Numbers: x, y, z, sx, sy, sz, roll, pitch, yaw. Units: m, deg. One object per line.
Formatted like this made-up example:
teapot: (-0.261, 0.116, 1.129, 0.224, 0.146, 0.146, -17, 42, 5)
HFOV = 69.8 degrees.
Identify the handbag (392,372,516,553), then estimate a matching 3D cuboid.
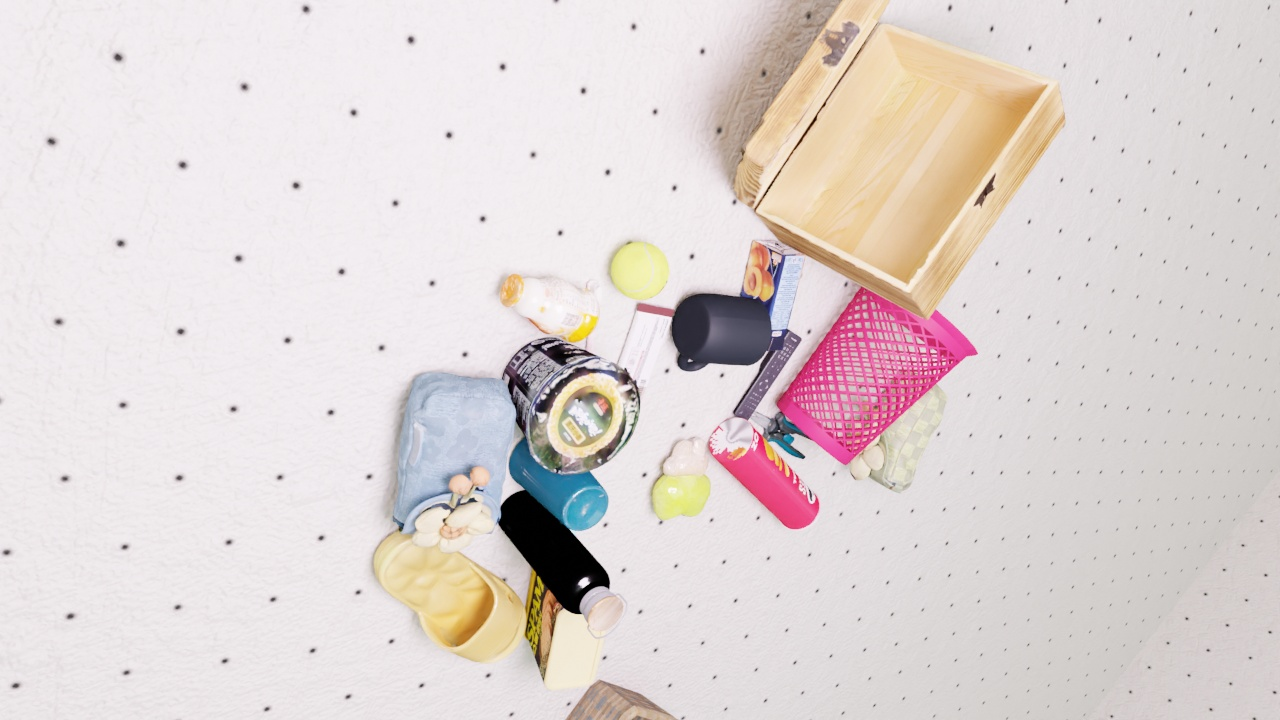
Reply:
handbag: (-0.193, 0.114, 0.966, 0.121, 0.118, 0.192, 7, 114, -19)

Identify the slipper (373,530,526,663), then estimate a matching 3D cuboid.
slipper: (-0.209, 0.290, 1.081, 0.099, 0.078, 0.263, -44, 131, -10)

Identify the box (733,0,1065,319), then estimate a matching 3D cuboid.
box: (0.237, -0.267, 0.993, 0.279, 0.282, 0.315, -57, 144, 3)

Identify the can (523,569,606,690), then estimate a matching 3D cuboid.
can: (-0.093, 0.327, 1.151, 0.075, 0.104, 0.135, 2, 115, -23)

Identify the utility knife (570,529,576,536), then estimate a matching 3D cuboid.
utility knife: (-0.092, 0.218, 1.169, 0.022, 0.016, 0.180, -14, 119, -16)

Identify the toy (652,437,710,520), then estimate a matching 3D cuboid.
toy: (0.059, 0.157, 1.220, 0.092, 0.046, 0.115, -1, 107, -36)

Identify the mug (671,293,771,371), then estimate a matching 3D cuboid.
mug: (0.087, -0.027, 1.126, 0.094, 0.085, 0.122, 4, 140, -36)

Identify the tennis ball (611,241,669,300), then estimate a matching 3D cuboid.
tennis ball: (0.000, -0.100, 1.027, 0.065, 0.065, 0.065, -16, 122, -28)

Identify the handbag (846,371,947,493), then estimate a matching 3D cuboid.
handbag: (0.371, 0.099, 1.375, 0.116, 0.113, 0.186, 23, 97, -27)

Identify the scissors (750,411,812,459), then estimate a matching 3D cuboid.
scissors: (0.202, 0.109, 1.312, 0.128, 0.019, 0.141, -22, 123, -23)

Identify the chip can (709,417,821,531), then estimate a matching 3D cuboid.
chip can: (0.179, 0.163, 1.290, 0.069, 0.069, 0.220, -48, 131, -4)

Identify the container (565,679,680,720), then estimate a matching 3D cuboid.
container: (-0.040, 0.601, 1.291, 0.157, 0.186, 0.250, 36, 90, -41)

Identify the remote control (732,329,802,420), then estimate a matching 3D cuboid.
remote control: (0.170, 0.020, 1.243, 0.032, 0.015, 0.136, 27, 100, -41)

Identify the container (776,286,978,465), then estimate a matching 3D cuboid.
container: (0.306, 0.017, 1.245, 0.226, 0.183, 0.183, -50, 132, 7)

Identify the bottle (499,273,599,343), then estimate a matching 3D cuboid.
bottle: (-0.097, -0.059, 0.982, 0.108, 0.063, 0.063, 20, 101, -40)

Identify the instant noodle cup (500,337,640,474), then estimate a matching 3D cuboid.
instant noodle cup: (-0.086, 0.040, 1.010, 0.137, 0.112, 0.137, -15, 121, -28)

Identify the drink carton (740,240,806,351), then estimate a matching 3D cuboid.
drink carton: (0.160, -0.080, 1.150, 0.040, 0.064, 0.130, -4, 116, -33)

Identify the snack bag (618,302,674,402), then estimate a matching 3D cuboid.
snack bag: (-0.007, 0.006, 1.114, 0.057, 0.013, 0.158, 6, 110, -39)

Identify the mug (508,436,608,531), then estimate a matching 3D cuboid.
mug: (-0.090, 0.140, 1.054, 0.078, 0.121, 0.078, -17, 122, -28)

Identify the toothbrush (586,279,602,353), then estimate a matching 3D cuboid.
toothbrush: (-0.057, -0.007, 1.069, 0.015, 0.018, 0.181, -12, 121, -30)

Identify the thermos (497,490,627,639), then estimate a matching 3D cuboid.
thermos: (-0.086, 0.229, 1.031, 0.061, 0.231, 0.061, -16, 122, -28)
